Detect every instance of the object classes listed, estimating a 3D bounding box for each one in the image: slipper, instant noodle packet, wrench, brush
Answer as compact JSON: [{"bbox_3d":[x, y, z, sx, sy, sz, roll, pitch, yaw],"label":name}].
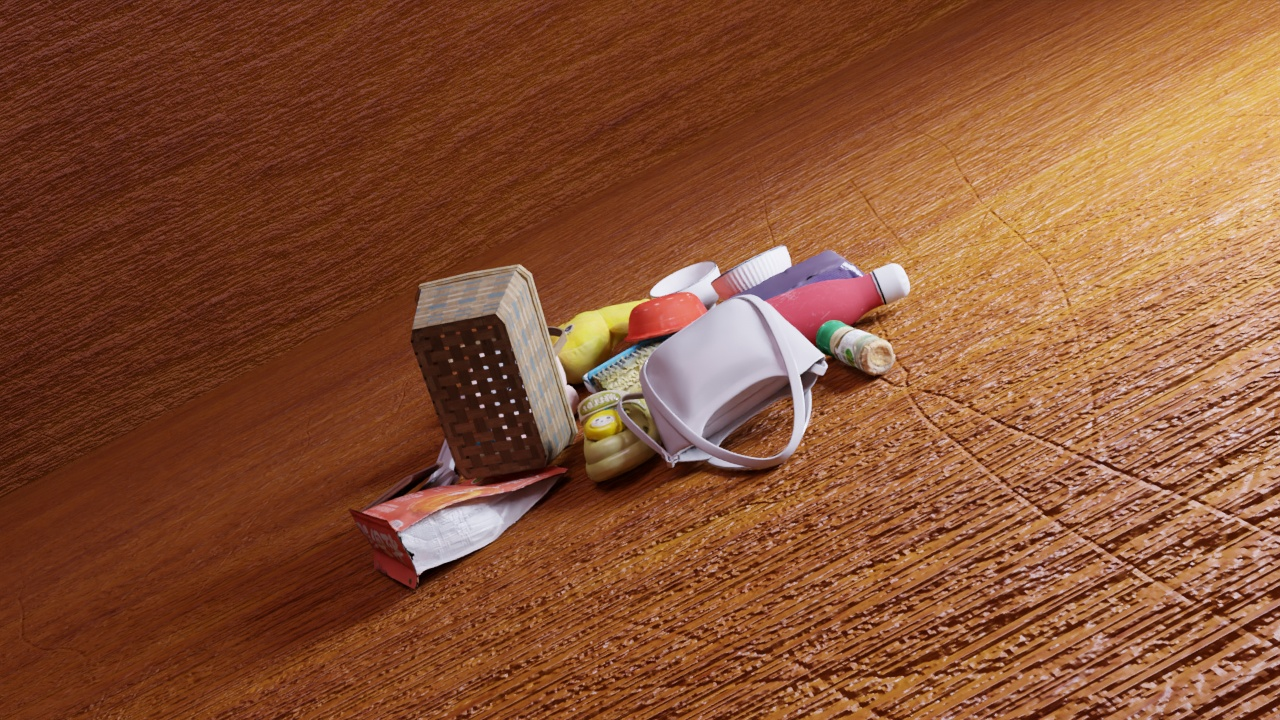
[{"bbox_3d":[-0.028,0.070,1.074,0.092,0.081,0.190,-22,16,6],"label":"slipper"},{"bbox_3d":[-0.211,0.168,1.087,0.220,0.084,0.165,-27,11,-31],"label":"instant noodle packet"},{"bbox_3d":[-0.283,0.151,1.293,0.087,0.018,0.273,-37,14,4],"label":"wrench"},{"bbox_3d":[-0.007,0.007,1.254,0.135,0.055,0.075,-31,23,-14],"label":"brush"}]

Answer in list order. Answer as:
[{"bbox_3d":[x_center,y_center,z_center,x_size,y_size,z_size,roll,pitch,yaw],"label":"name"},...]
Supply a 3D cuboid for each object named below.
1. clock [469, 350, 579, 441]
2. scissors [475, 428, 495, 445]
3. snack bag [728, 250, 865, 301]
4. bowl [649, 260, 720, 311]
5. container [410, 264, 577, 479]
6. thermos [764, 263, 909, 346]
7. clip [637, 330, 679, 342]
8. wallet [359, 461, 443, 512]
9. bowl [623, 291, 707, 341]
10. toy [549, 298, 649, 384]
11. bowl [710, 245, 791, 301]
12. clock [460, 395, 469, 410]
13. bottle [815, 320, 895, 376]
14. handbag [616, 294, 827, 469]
[{"bbox_3d":[-0.169,0.037,1.289,0.131,0.160,0.086,-29,-27,-6],"label":"clock"},{"bbox_3d":[-0.225,0.118,1.312,0.131,0.019,0.149,-4,29,49],"label":"scissors"},{"bbox_3d":[0.191,-0.080,1.216,0.205,0.058,0.096,-26,19,2],"label":"snack bag"},{"bbox_3d":[0.078,-0.101,1.424,0.113,0.063,0.113,-24,19,8],"label":"bowl"},{"bbox_3d":[-0.178,0.007,1.144,0.158,0.250,0.186,-10,23,10],"label":"container"},{"bbox_3d":[0.204,-0.054,1.103,0.240,0.073,0.073,-22,19,13],"label":"thermos"},{"bbox_3d":[0.054,-0.035,1.337,0.164,0.028,0.106,-12,24,39],"label":"clip"},{"bbox_3d":[-0.307,0.164,1.181,0.087,0.013,0.121,-36,-2,7],"label":"wallet"},{"bbox_3d":[0.035,-0.065,1.274,0.130,0.045,0.130,-15,7,2],"label":"bowl"},{"bbox_3d":[-0.066,-0.034,1.377,0.207,0.092,0.134,-36,15,-4],"label":"toy"},{"bbox_3d":[0.165,-0.109,1.299,0.118,0.062,0.118,-26,-3,-2],"label":"bowl"},{"bbox_3d":[-0.240,0.049,1.482,0.125,0.044,0.086,-6,27,44],"label":"clock"},{"bbox_3d":[0.233,-0.014,1.001,0.043,0.043,0.111,-29,19,-8],"label":"bottle"},{"bbox_3d":[0.095,0.047,0.970,0.216,0.095,0.222,-34,39,4],"label":"handbag"}]
